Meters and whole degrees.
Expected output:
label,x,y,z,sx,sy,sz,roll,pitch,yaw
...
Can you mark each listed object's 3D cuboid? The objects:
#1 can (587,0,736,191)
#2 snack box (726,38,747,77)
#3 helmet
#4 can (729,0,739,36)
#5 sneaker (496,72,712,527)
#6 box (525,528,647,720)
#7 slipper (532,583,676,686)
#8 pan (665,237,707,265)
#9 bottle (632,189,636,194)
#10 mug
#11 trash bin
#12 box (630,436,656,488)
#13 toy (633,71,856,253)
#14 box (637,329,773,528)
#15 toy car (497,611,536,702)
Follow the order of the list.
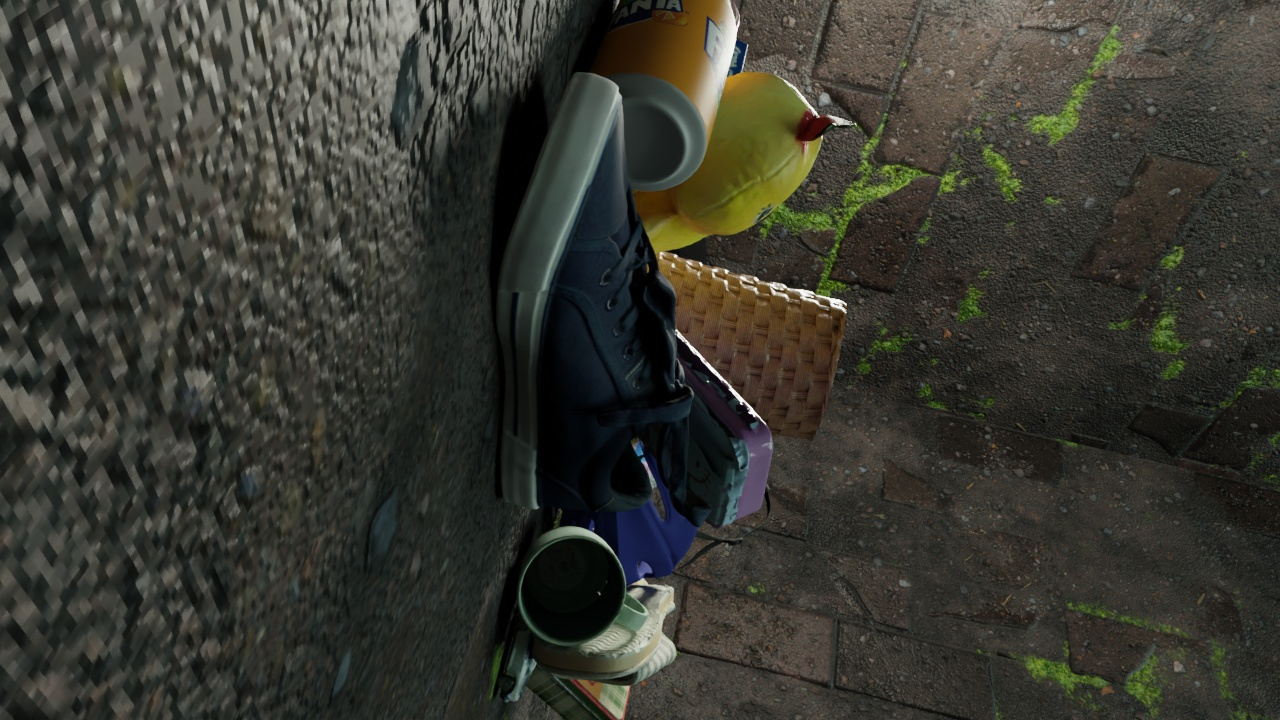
label,x,y,z,sx,sy,sz,roll,pitch,yaw
can,0.012,-0.174,0.553,0.079,0.079,0.142,99,5,-51
snack box,0.043,-0.231,0.835,0.150,0.026,0.082,-4,-110,67
helmet,0.030,0.128,0.904,0.242,0.227,0.147,99,-27,-58
can,0.066,-0.339,0.968,0.076,0.067,0.067,98,6,-64
sneaker,-0.009,-0.008,0.492,0.295,0.127,0.120,97,5,-46
box,-0.052,0.270,0.939,0.050,0.117,0.205,-38,-167,25
slipper,-0.024,0.241,0.819,0.272,0.114,0.054,8,87,-81
pan,0.045,-0.077,1.004,0.225,0.034,0.356,-13,98,-77
bottle,-0.003,-0.175,0.678,0.036,0.036,0.110,-74,175,-47
mug,-0.045,0.182,0.741,0.084,0.111,0.104,-60,-175,-5
trash bin,0.051,-0.008,0.760,0.151,0.210,0.151,16,87,-86
box,0.017,0.110,1.159,0.229,0.085,0.077,-31,127,-58
toy,0.045,-0.127,0.644,0.208,0.092,0.133,-37,-171,31
box,0.009,0.015,0.595,0.214,0.036,0.076,49,-34,42
toy car,-0.100,0.249,0.791,0.039,0.027,0.089,89,14,-69
